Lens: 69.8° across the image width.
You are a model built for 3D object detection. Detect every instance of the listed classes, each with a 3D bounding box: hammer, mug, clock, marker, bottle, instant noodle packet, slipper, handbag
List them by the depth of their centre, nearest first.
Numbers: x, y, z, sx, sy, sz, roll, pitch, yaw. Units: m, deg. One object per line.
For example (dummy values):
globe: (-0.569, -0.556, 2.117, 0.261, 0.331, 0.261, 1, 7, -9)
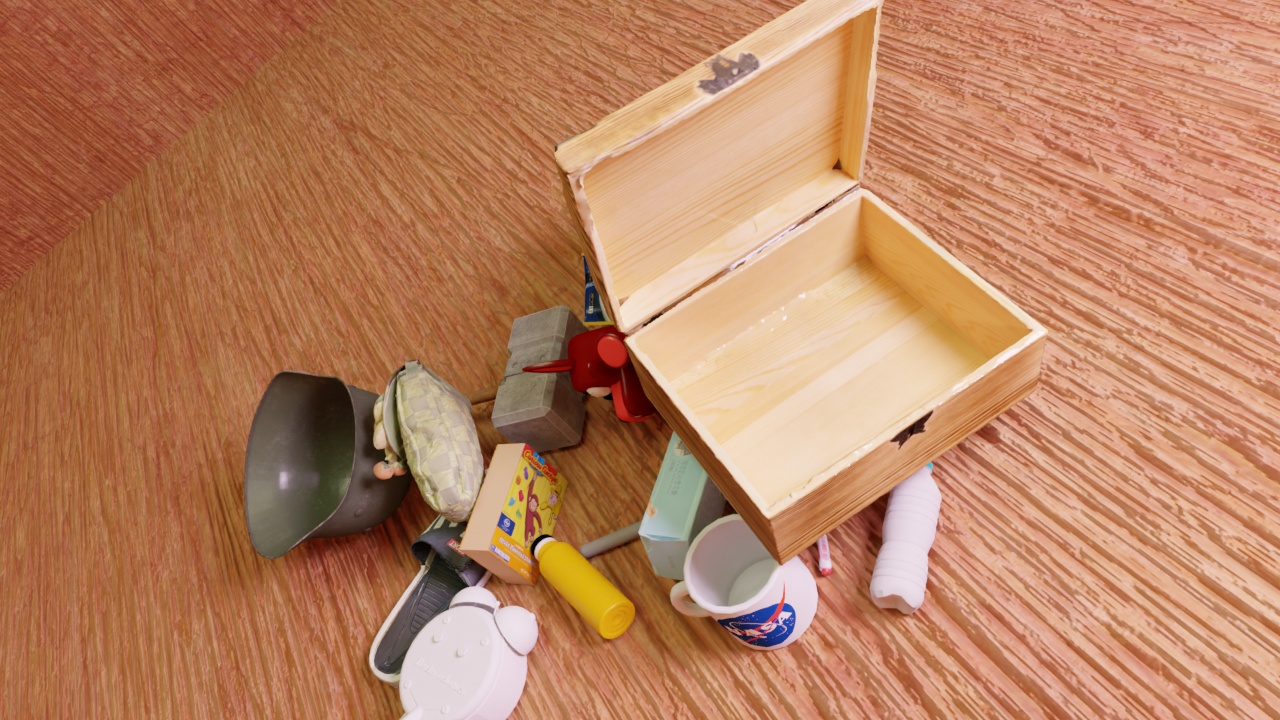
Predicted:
bottle: (0.232, 0.148, 0.794, 0.044, 0.044, 0.136, -1, 55, 35)
mug: (0.085, 0.202, 0.818, 0.121, 0.090, 0.090, -21, 46, 20)
marker: (0.168, 0.138, 0.871, 0.013, 0.013, 0.142, -19, 47, 22)
clock: (-0.183, 0.311, 0.929, 0.125, 0.073, 0.160, 12, 63, 41)
bottle: (-0.064, 0.225, 0.939, 0.043, 0.043, 0.144, -49, 43, -9)
marker: (0.000, 0.175, 0.955, 0.141, 0.016, 0.016, -25, 45, 16)
handbag: (-0.241, 0.097, 1.023, 0.117, 0.113, 0.186, -21, 64, 3)
slipper: (-0.226, 0.234, 1.034, 0.111, 0.063, 0.263, 12, 65, 41)
hammer: (-0.216, 0.049, 1.164, 0.318, 0.083, 0.162, -14, 48, 26)
instant noodle packet: (-0.031, -0.094, 1.176, 0.087, 0.026, 0.134, -2, 48, -3)

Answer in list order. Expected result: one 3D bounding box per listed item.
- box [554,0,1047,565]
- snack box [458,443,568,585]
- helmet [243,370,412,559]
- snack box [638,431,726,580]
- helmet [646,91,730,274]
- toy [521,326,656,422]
box: (0.120, -0.082, 0.733, 0.279, 0.337, 0.286, -34, 51, -7)
snack box: (-0.136, 0.168, 1.003, 0.040, 0.088, 0.125, -5, 53, 32)
helmet: (-0.368, 0.127, 1.138, 0.269, 0.153, 0.226, -32, 60, 43)
snack box: (0.052, 0.121, 0.897, 0.053, 0.075, 0.174, 4, 49, 21)
helmet: (0.073, -0.174, 1.001, 0.251, 0.255, 0.232, -18, 50, 20)
toy: (-0.006, 0.006, 1.004, 0.198, 0.158, 0.120, -13, 81, 34)
